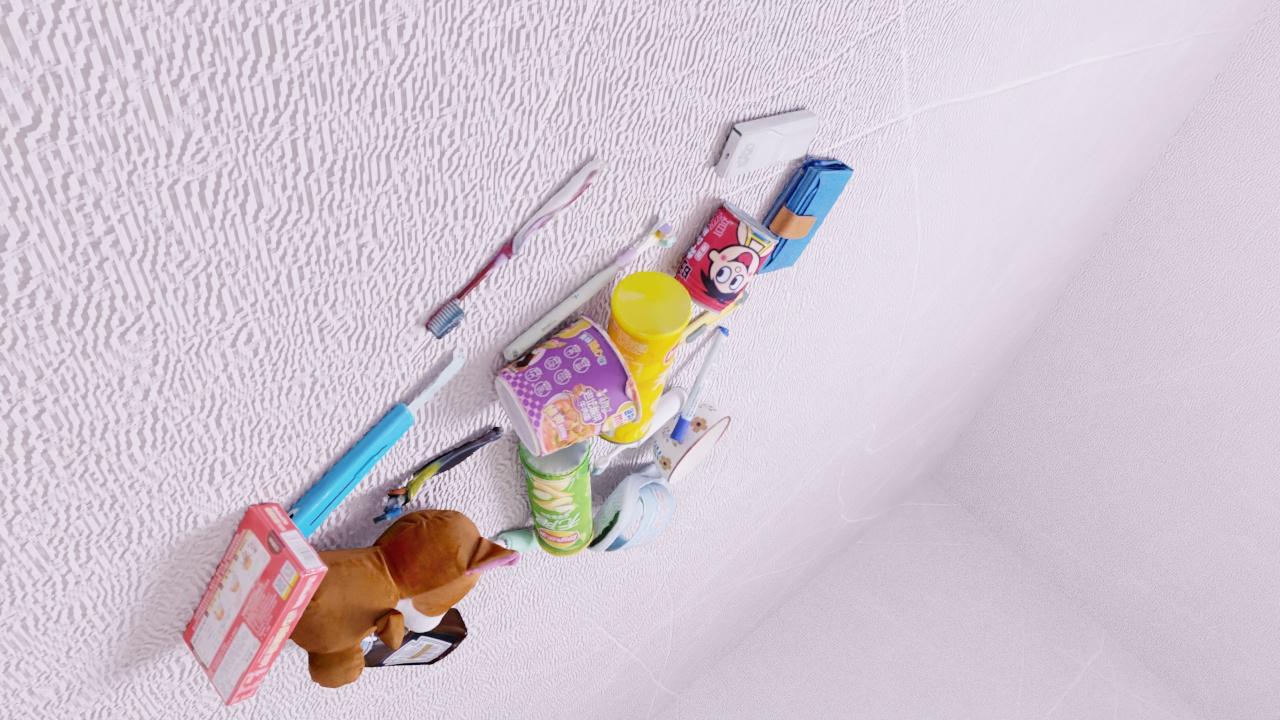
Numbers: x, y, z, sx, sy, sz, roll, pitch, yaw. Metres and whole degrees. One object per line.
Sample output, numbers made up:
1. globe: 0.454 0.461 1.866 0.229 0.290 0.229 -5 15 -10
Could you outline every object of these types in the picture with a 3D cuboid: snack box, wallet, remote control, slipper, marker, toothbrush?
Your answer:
1. snack box: -0.303 0.190 0.715 0.025 0.075 0.153 -4 133 -58
2. wallet: 0.173 -0.155 0.994 0.106 0.040 0.133 -17 143 -55
3. remote control: 0.119 -0.201 0.850 0.124 0.024 0.049 -23 147 -40
4. slipper: 0.001 0.194 1.176 0.104 0.074 0.245 -54 169 16
5. marker: 0.071 0.028 1.086 0.146 0.017 0.017 -66 155 0
6. toothbrush: -0.045 -0.061 0.809 0.189 0.020 0.029 -39 130 -12
7. toothbrush: -0.140 0.210 1.071 0.224 0.026 0.027 4 94 -60
8. toothbrush: 0.001 0.076 1.020 0.220 0.027 0.026 -36 156 -58
9. toothbrush: -0.092 -0.085 0.696 0.187 0.017 0.016 -44 157 -2

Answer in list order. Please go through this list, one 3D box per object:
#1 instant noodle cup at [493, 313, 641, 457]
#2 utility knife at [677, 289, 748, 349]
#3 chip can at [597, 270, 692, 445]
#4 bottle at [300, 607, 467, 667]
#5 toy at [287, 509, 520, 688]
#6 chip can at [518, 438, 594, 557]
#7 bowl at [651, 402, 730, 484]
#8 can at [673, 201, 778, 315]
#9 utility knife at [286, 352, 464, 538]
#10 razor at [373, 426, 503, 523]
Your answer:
1. instant noodle cup: -0.069 0.027 0.814 0.099 0.111 0.112 -26 151 -18
2. utility knife: 0.052 -0.029 1.029 0.194 0.020 0.031 -32 147 -20
3. chip can: -0.005 0.005 0.885 0.071 0.072 0.214 -33 159 -27
4. bottle: -0.264 0.285 0.946 0.080 0.044 0.194 -40 150 13
5. toy: -0.217 0.201 0.815 0.199 0.140 0.131 -30 128 -31
6. chip can: -0.087 0.138 0.987 0.072 0.072 0.222 -35 154 -23
7. bowl: 0.054 0.094 1.151 0.113 0.062 0.114 -42 162 -17
8. can: 0.081 -0.098 0.895 0.094 0.066 0.066 -53 155 17
9. utility knife: -0.214 0.069 0.741 0.206 0.018 0.034 -46 155 -2
10. razor: -0.182 0.098 0.834 0.142 0.022 0.043 -36 -172 -30
